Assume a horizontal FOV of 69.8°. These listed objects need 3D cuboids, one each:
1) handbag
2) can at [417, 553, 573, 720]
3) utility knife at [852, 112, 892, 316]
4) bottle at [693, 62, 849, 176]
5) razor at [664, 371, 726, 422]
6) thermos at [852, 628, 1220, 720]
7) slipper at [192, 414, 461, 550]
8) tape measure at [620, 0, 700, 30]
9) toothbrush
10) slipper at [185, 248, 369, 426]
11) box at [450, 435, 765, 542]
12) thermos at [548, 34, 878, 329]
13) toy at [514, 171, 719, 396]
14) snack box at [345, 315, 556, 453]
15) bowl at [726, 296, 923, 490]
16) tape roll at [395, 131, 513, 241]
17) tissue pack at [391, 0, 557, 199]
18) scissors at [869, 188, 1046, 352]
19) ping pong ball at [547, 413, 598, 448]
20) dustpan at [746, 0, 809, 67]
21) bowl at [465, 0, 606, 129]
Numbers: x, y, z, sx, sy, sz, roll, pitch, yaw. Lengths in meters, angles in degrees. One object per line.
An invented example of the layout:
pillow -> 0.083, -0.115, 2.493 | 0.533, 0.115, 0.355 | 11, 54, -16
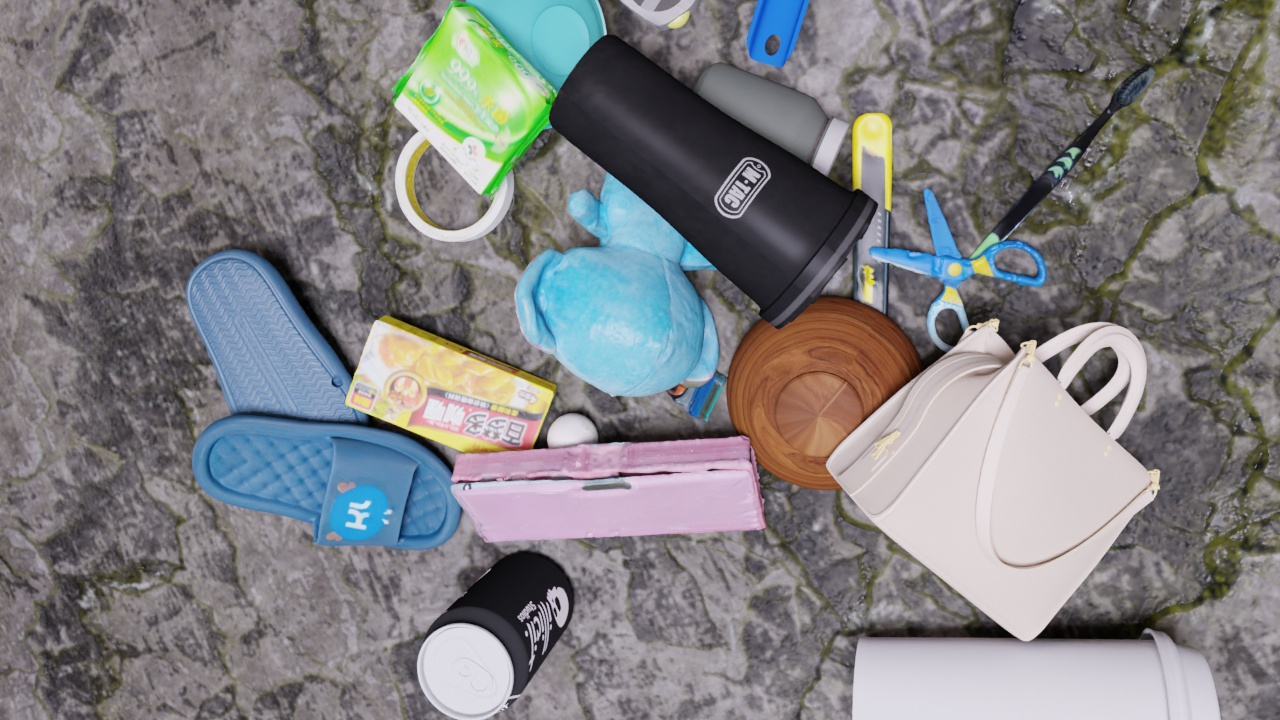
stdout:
handbag -> 0.257, 0.061, 0.610 | 0.194, 0.101, 0.198 | 38, 99, -25
can -> -0.106, 0.205, 0.698 | 0.080, 0.146, 0.080 | 1, 97, 11
utility knife -> 0.170, -0.079, 0.672 | 0.029, 0.020, 0.198 | 0, 99, 13
bottle -> 0.089, -0.168, 0.655 | 0.108, 0.060, 0.060 | 24, 101, 8
razor -> -0.004, 0.004, 0.718 | 0.141, 0.018, 0.043 | 24, 65, 11
thermos -> 0.267, 0.247, 0.644 | 0.222, 0.131, 0.131 | 1, 97, 19
slipper -> -0.246, 0.099, 0.732 | 0.213, 0.059, 0.104 | 18, 107, -15
tape measure -> 0.018, -0.283, 0.678 | 0.064, 0.016, 0.065 | 35, 102, 6
toothbrush -> 0.288, -0.128, 0.642 | 0.014, 0.017, 0.188 | 40, 104, 2
slipper -> -0.293, 0.008, 0.759 | 0.104, 0.059, 0.214 | -21, 104, 4
box -> -0.024, 0.104, 0.704 | 0.233, 0.041, 0.098 | -4, 135, 11
thermos -> 0.047, -0.121, 0.610 | 0.218, 0.105, 0.106 | 37, 102, -1
toy -> -0.013, -0.062, 0.668 | 0.115, 0.183, 0.180 | -13, 68, 53
snack box -> -0.150, 0.028, 0.732 | 0.152, 0.025, 0.075 | 22, 101, -4
bowl -> 0.130, 0.031, 0.659 | 0.147, 0.068, 0.147 | 3, 103, 15
tape roll -> -0.148, -0.141, 0.729 | 0.094, 0.019, 0.094 | 1, 97, 11
tissue pack -> -0.122, -0.190, 0.675 | 0.114, 0.034, 0.100 | 46, 120, 1
scissors -> 0.224, -0.058, 0.660 | 0.125, 0.016, 0.125 | 14, 102, 3
ping pong ball -> -0.053, 0.062, 0.723 | 0.040, 0.040, 0.040 | 1, 97, 11
dustpan -> 0.128, -0.330, 0.630 | 0.246, 0.059, 0.258 | 19, 102, 9
bowl -> -0.070, -0.236, 0.679 | 0.121, 0.046, 0.121 | 9, 113, 23
